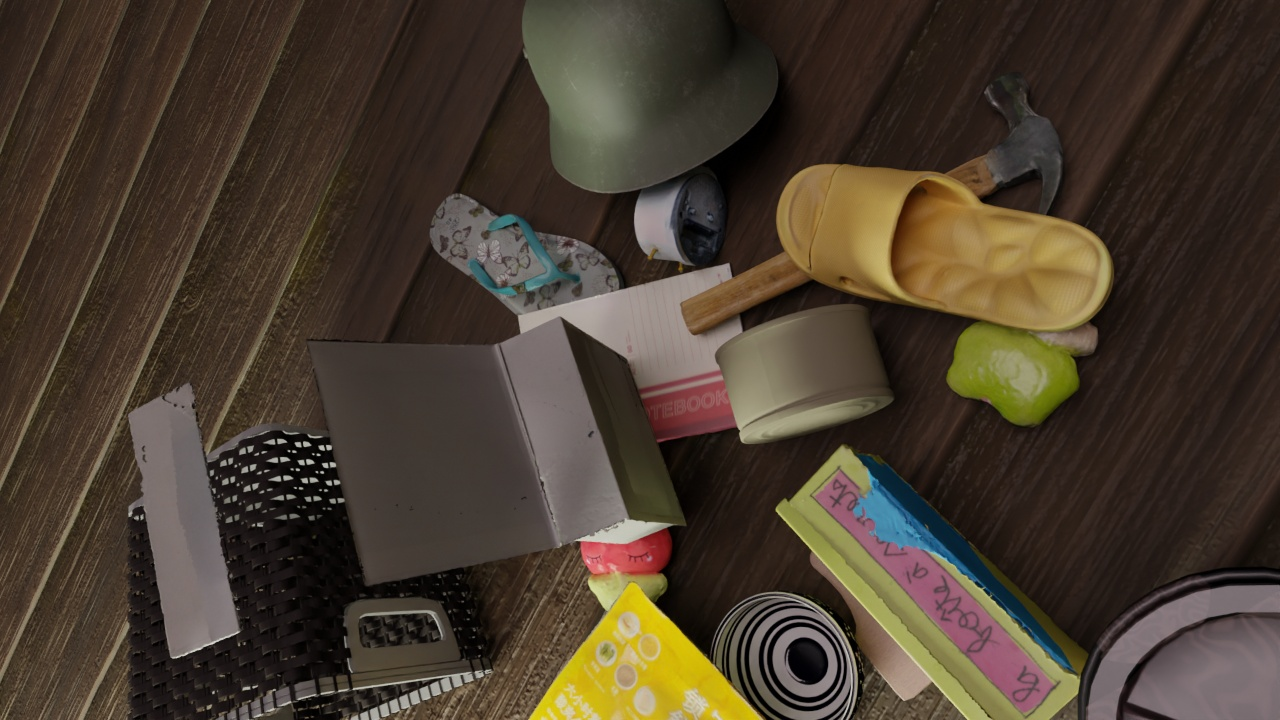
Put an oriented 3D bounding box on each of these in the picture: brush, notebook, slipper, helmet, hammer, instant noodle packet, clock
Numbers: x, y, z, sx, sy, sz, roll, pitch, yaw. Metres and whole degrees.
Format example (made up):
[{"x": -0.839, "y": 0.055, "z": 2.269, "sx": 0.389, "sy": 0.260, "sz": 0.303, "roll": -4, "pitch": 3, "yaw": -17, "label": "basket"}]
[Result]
[{"x": 0.185, "y": 0.203, "z": 0.736, "sx": 0.050, "sy": 0.015, "sz": 0.135, "roll": -49, "pitch": 57, "yaw": 15, "label": "brush"}, {"x": -0.005, "y": 0.005, "z": 0.844, "sx": 0.209, "sy": 0.012, "sz": 0.153, "roll": -13, "pitch": 73, "yaw": 11, "label": "notebook"}, {"x": 0.209, "y": -0.088, "z": 0.685, "sx": 0.264, "sy": 0.078, "sz": 0.099, "roll": 21, "pitch": 95, "yaw": 32, "label": "slipper"}, {"x": -0.137, "y": -0.101, "z": 0.946, "sx": 0.269, "sy": 0.054, "sz": 0.098, "roll": 27, "pitch": 98, "yaw": 32, "label": "slipper"}, {"x": -0.015, "y": -0.293, "z": 0.816, "sx": 0.227, "sy": 0.154, "sz": 0.267, "roll": -28, "pitch": 40, "yaw": 5, "label": "helmet"}, {"x": 0.182, "y": -0.102, "z": 0.764, "sx": 0.331, "sy": 0.033, "sz": 0.132, "roll": -26, "pitch": 72, "yaw": 21, "label": "hammer"}, {"x": -0.002, "y": 0.313, "z": 0.758, "sx": 0.163, "sy": 0.084, "sz": 0.222, "roll": 43, "pitch": 117, "yaw": 29, "label": "instant noodle packet"}, {"x": 0.040, "y": -0.142, "z": 0.833, "sx": 0.057, "sy": 0.083, "sz": 0.117, "roll": 9, "pitch": 88, "yaw": 37, "label": "clock"}]

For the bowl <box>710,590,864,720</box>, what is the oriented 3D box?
[{"x": 0.123, "y": 0.244, "z": 0.732, "sx": 0.120, "sy": 0.066, "sz": 0.120, "roll": -5, "pitch": 80, "yaw": 29, "label": "bowl"}]

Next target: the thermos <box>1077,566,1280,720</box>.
[{"x": 0.348, "y": 0.199, "z": 0.516, "sx": 0.173, "sy": 0.226, "sz": 0.172, "roll": -5, "pitch": 79, "yaw": 29, "label": "thermos"}]

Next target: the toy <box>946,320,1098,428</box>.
[{"x": 0.292, "y": -0.012, "z": 0.690, "sx": 0.092, "sy": 0.043, "sz": 0.118, "roll": 34, "pitch": 96, "yaw": 33, "label": "toy"}]

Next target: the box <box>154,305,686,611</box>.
[{"x": -0.100, "y": 0.056, "z": 0.642, "sx": 0.108, "sy": 0.418, "sz": 0.166, "roll": -28, "pitch": 71, "yaw": 24, "label": "box"}]

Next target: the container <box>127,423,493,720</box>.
[{"x": -0.332, "y": 0.228, "z": 0.898, "sx": 0.246, "sy": 0.247, "sz": 0.243, "roll": -29, "pitch": 66, "yaw": 23, "label": "container"}]

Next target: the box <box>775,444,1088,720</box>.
[{"x": 0.211, "y": 0.163, "z": 0.664, "sx": 0.221, "sy": 0.124, "sz": 0.079, "roll": 45, "pitch": 102, "yaw": 26, "label": "box"}]

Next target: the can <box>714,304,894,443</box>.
[{"x": 0.130, "y": 0.013, "z": 0.730, "sx": 0.128, "sy": 0.127, "sz": 0.073, "roll": -22, "pitch": 74, "yaw": 25, "label": "can"}]

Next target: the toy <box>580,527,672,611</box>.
[{"x": -0.015, "y": 0.166, "z": 0.836, "sx": 0.092, "sy": 0.045, "sz": 0.135, "roll": -5, "pitch": 86, "yaw": 27, "label": "toy"}]
